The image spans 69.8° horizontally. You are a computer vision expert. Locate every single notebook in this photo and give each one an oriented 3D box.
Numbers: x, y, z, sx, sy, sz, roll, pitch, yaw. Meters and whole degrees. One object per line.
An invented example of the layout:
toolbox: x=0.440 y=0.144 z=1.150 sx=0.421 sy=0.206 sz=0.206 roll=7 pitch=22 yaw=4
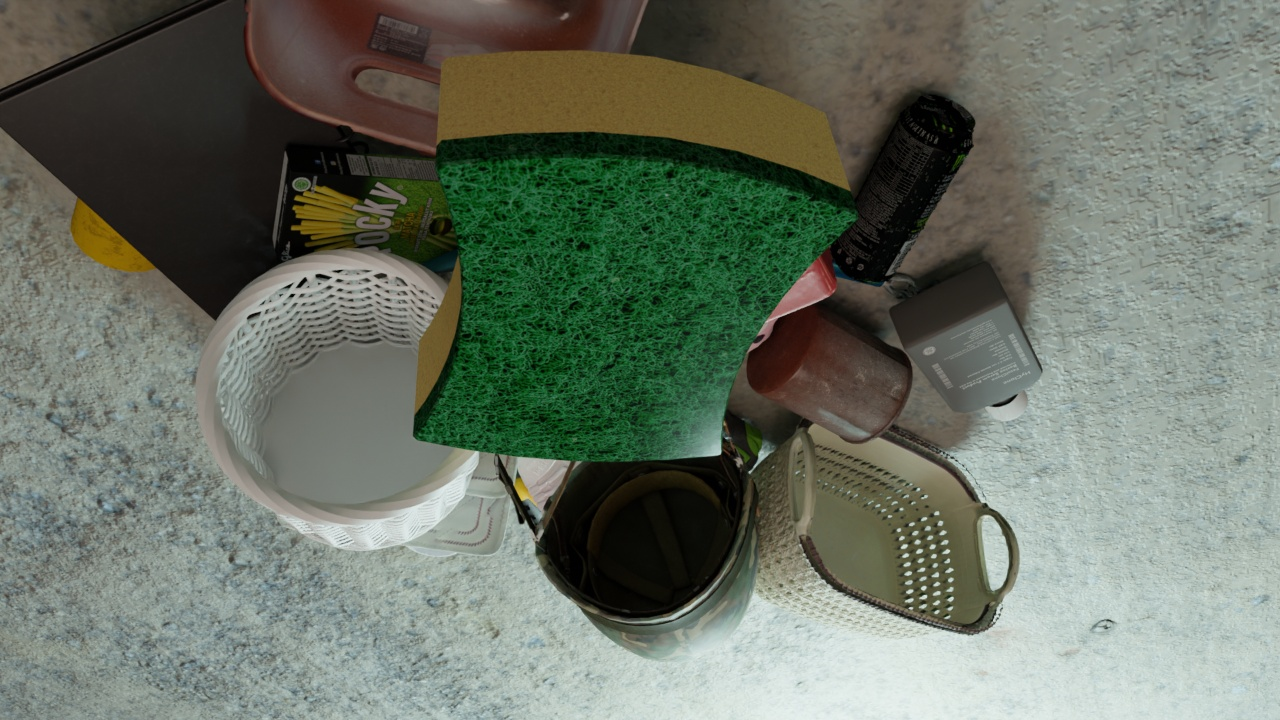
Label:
notebook: x=-0.268 y=-0.121 z=0.611 sx=0.169 sy=0.019 sz=0.232 roll=-25 pitch=148 yaw=-2

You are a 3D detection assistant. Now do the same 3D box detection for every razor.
razor: x=0.168 y=-0.067 z=0.719 sx=0.143 sy=0.022 sz=0.042 roll=13 pitch=134 yaw=-23

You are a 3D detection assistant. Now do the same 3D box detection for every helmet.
helmet: x=0.004 y=0.133 z=0.782 sx=0.193 sy=0.224 sz=0.236 roll=-21 pitch=136 yaw=3

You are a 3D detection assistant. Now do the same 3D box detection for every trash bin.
trash bin: x=-0.074 y=-0.250 z=0.446 sx=0.181 sy=0.157 sz=0.260 roll=14 pitch=136 yaw=-13

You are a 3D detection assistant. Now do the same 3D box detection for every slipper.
slipper: x=-0.042 y=0.158 z=0.936 sx=0.094 sy=0.064 sz=0.239 roll=-20 pitch=115 yaw=24

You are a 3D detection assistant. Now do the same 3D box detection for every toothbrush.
toothbrush: x=-0.091 y=0.180 z=0.984 sx=0.031 sy=0.030 sz=0.197 roll=14 pitch=150 yaw=33

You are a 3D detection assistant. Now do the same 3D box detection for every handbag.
handbag: x=-0.210 y=0.091 z=0.820 sx=0.198 sy=0.142 sz=0.096 roll=9 pitch=177 yaw=-9

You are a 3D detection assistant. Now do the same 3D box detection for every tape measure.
tape measure: x=0.081 y=0.078 z=0.868 sx=0.065 sy=0.035 sz=0.059 roll=29 pitch=120 yaw=-21

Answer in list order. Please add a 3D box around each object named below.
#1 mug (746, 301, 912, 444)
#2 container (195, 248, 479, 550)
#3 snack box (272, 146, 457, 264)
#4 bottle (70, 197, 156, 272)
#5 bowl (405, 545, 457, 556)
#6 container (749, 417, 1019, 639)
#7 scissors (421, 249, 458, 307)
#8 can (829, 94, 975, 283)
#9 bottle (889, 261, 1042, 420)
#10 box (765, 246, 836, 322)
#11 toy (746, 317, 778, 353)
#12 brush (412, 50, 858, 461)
mug: x=0.146 y=0.010 z=0.768 sx=0.110 sy=0.096 sz=0.123 roll=32 pitch=154 yaw=-21
container: x=-0.209 y=0.040 z=0.685 sx=0.189 sy=0.189 sz=0.187 roll=10 pitch=161 yaw=-9
snack box: x=-0.177 y=-0.105 z=0.650 sx=0.147 sy=0.025 sz=0.080 roll=-2 pitch=141 yaw=-31
bottle: x=-0.336 y=-0.139 z=0.628 sx=0.071 sy=0.070 sz=0.164 roll=26 pitch=131 yaw=-23
bowl: x=-0.201 y=0.147 z=0.917 sx=0.144 sy=0.074 sz=0.144 roll=1 pitch=136 yaw=1
container: x=0.209 y=0.162 z=0.856 sx=0.251 sy=0.184 sz=0.144 roll=22 pitch=143 yaw=-23
scissors: x=-0.099 y=-0.076 z=0.698 sx=0.130 sy=0.019 sz=0.151 roll=10 pitch=134 yaw=-41
can: x=0.183 y=-0.117 z=0.649 sx=0.054 sy=0.053 sz=0.138 roll=11 pitch=135 yaw=-10
bottle: x=0.281 y=-0.002 z=0.761 sx=0.084 sy=0.046 sz=0.174 roll=-28 pitch=137 yaw=21
box: x=0.046 y=-0.078 z=0.639 sx=0.158 sy=0.135 sz=0.117 roll=-20 pitch=146 yaw=19
toy: x=0.086 y=-0.048 z=0.726 sx=0.096 sy=0.052 sz=0.099 roll=-28 pitch=130 yaw=11
brush: x=-0.020 y=-0.040 z=0.510 sx=0.195 sy=0.075 sz=0.251 roll=4 pitch=142 yaw=-14
